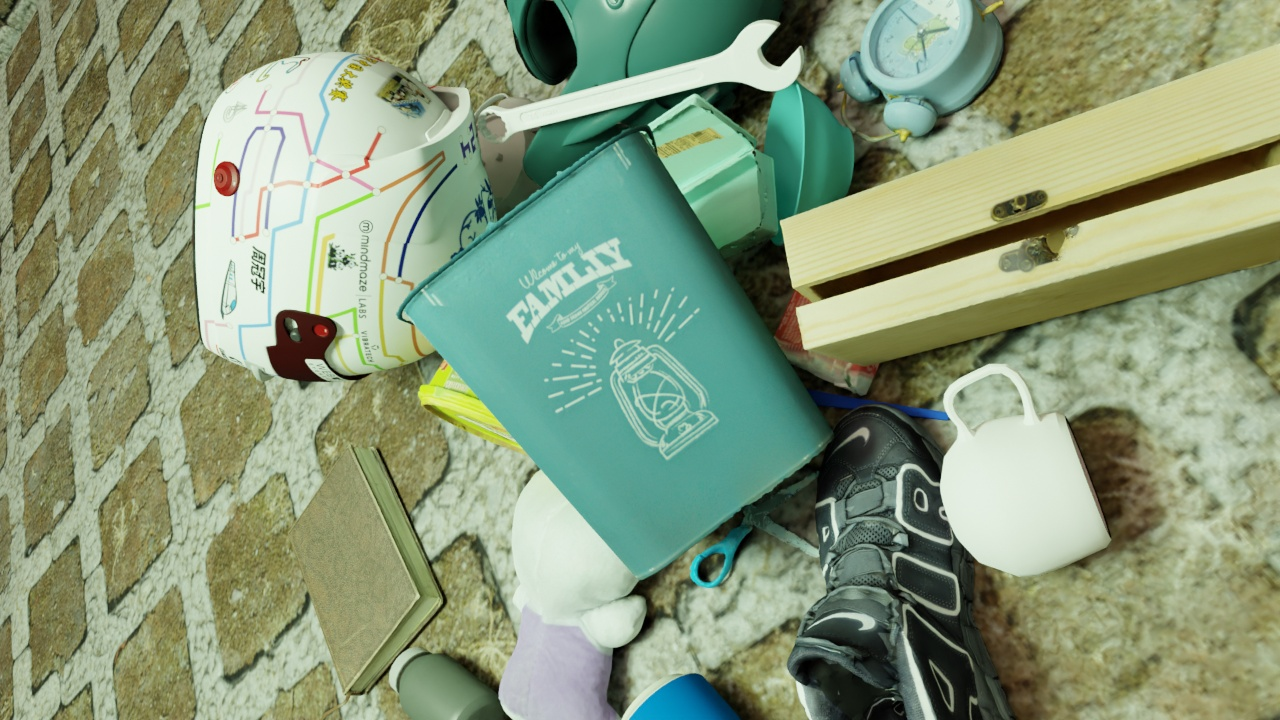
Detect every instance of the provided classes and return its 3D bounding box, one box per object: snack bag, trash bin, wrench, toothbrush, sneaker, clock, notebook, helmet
[{"bbox_3d":[0.146,-0.041,0.647,0.077,0.036,0.116,26,94,40],"label":"snack bag"},{"bbox_3d":[-0.004,0.004,0.609,0.196,0.199,0.218,-37,87,3],"label":"trash bin"},{"bbox_3d":[-0.011,-0.199,0.680,0.274,0.047,0.009,-5,32,30],"label":"wrench"},{"bbox_3d":[0.130,0.028,0.660,0.187,0.011,0.016,8,82,37],"label":"toothbrush"},{"bbox_3d":[0.131,0.138,0.532,0.097,0.150,0.252,-25,62,33],"label":"sneaker"},{"bbox_3d":[0.193,-0.210,0.648,0.125,0.051,0.088,-51,52,21],"label":"clock"},{"bbox_3d":[-0.297,0.224,0.932,0.190,0.034,0.215,-51,51,16],"label":"notebook"},{"bbox_3d":[-0.003,-0.272,0.747,0.276,0.176,0.200,-36,70,36],"label":"helmet"},{"bbox_3d":[-0.142,-0.201,0.913,0.120,0.061,0.159,-36,58,26],"label":"clock"},{"bbox_3d":[-0.243,-0.103,0.793,0.230,0.236,0.315,-77,4,-52],"label":"helmet"}]

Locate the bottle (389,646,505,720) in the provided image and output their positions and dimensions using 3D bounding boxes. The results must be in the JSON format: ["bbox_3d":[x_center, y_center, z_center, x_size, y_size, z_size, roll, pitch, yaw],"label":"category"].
[{"bbox_3d":[-0.169,0.291,0.792,0.108,0.060,0.060,19,89,41],"label":"bottle"}]

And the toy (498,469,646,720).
[{"bbox_3d":[-0.059,0.190,0.719,0.138,0.085,0.209,5,85,41],"label":"toy"}]

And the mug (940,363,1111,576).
[{"bbox_3d":[0.207,0.061,0.519,0.076,0.090,0.124,-21,100,25],"label":"mug"}]

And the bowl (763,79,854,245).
[{"bbox_3d":[0.125,-0.145,0.671,0.046,0.121,0.121,1,73,-5],"label":"bowl"}]

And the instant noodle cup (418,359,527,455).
[{"bbox_3d":[-0.102,0.019,0.768,0.146,0.146,0.097,9,72,40],"label":"instant noodle cup"}]

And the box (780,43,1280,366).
[{"bbox_3d":[0.219,-0.062,0.510,0.250,0.128,0.091,-16,68,26],"label":"box"}]

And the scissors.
[{"bbox_3d":[0.076,0.108,0.676,0.128,0.014,0.127,-38,56,23],"label":"scissors"}]

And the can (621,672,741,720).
[{"bbox_3d":[0.053,0.280,0.600,0.146,0.079,0.079,41,103,39],"label":"can"}]

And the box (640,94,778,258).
[{"bbox_3d":[0.013,-0.117,0.722,0.188,0.112,0.078,-20,44,47],"label":"box"}]
